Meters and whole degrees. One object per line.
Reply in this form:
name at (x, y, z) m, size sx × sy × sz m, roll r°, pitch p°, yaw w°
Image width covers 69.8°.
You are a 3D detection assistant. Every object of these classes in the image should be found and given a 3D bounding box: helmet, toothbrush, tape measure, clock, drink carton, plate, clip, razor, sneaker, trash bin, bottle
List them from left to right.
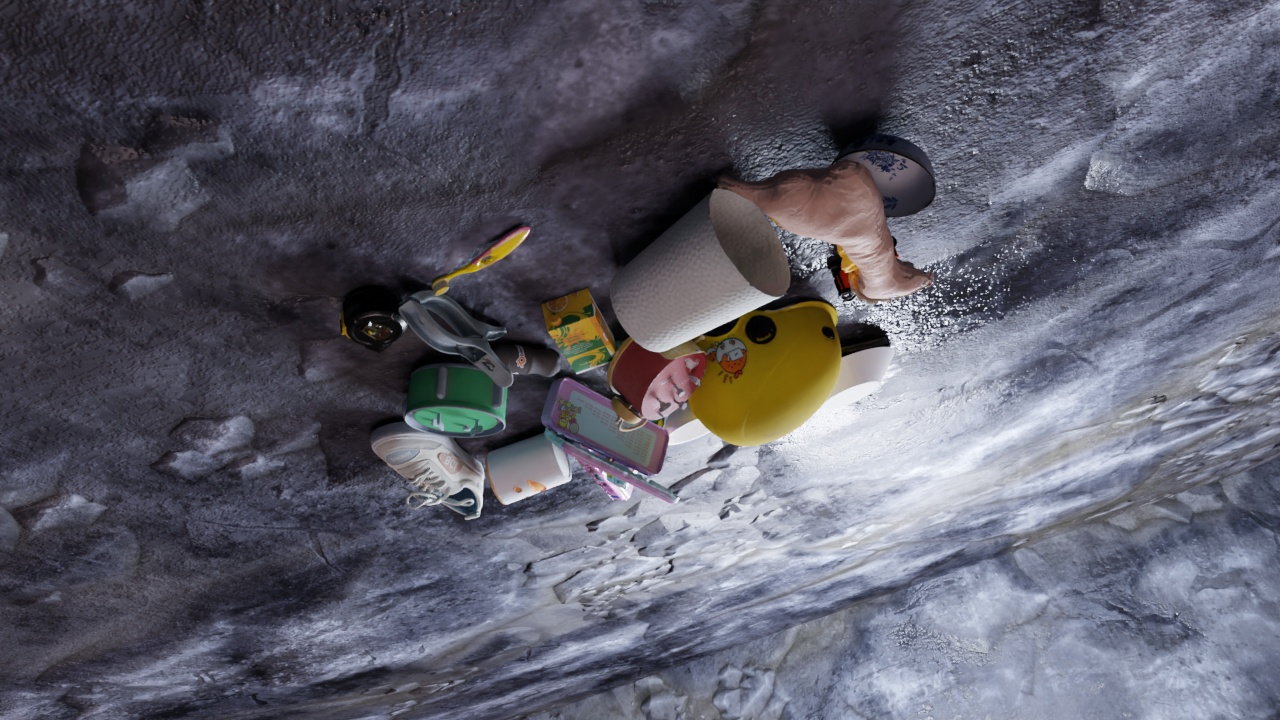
tape measure at (-0.287, -0.044, 0.993) m, size 0.072 × 0.042 × 0.072 m, roll -29°, pitch 146°, yaw 29°
sneaker at (-0.290, 0.162, 1.296) m, size 0.089 × 0.090 × 0.242 m, roll -21°, pitch 150°, yaw 11°
clock at (-0.236, 0.062, 1.151) m, size 0.121 × 0.075 × 0.162 m, roll 12°, pitch 156°, yaw -25°
clip at (-0.203, -0.039, 1.033) m, size 0.027 × 0.090 × 0.162 m, roll -28°, pitch 134°, yaw 23°
toothbrush at (-0.170, -0.105, 0.970) m, size 0.136 × 0.016 × 0.021 m, roll -28°, pitch 147°, yaw 22°
bottle at (-0.152, -0.001, 1.135) m, size 0.109 × 0.036 × 0.036 m, roll 5°, pitch 145°, yaw -32°
drink carton at (-0.072, -0.035, 1.112) m, size 0.058 × 0.041 × 0.122 m, roll -18°, pitch 151°, yaw 5°
drink carton at (-0.007, 0.129, 1.349) m, size 0.038 × 0.128 × 0.044 m, roll 25°, pitch 153°, yaw 14°
clock at (0.022, 0.031, 1.168) m, size 0.116 × 0.081 × 0.159 m, roll -7°, pitch 132°, yaw -50°
trash bin at (0.059, -0.090, 1.000) m, size 0.162 × 0.133 × 0.133 m, roll -31°, pitch 147°, yaw 34°
helmet at (0.176, 0.032, 1.245) m, size 0.240 × 0.139 × 0.209 m, roll -22°, pitch 150°, yaw 10°
plate at (0.311, 0.038, 1.391) m, size 0.174 × 0.036 × 0.174 m, roll -18°, pitch 160°, yaw -7°
razor at (0.314, -0.019, 1.345) m, size 0.105 × 0.026 × 0.043 m, roll -12°, pitch 150°, yaw -14°

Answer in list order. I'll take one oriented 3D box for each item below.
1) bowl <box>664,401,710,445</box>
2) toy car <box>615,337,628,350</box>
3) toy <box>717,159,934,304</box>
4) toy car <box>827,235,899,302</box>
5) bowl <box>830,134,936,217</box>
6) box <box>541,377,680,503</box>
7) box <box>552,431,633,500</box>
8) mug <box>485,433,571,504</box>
bowl at (0.079, 0.085, 1.382) m, size 0.110 × 0.040 × 0.110 m, roll -21°, pitch 161°, yaw -8°
toy car at (-0.007, 0.007, 1.227) m, size 0.060 × 0.027 × 0.108 m, roll -14°, pitch 151°, yaw -2°
toy at (0.211, -0.135, 1.006) m, size 0.196 × 0.065 × 0.264 m, roll 3°, pitch 158°, yaw 24°
toy car at (0.274, -0.117, 1.125) m, size 0.048 × 0.051 × 0.100 m, roll 1°, pitch 147°, yaw -23°
bowl at (0.255, -0.201, 0.958) m, size 0.114 × 0.045 × 0.114 m, roll 17°, pitch 159°, yaw 6°
box at (-0.040, 0.117, 1.248) m, size 0.214 × 0.140 × 0.062 m, roll 30°, pitch 122°, yaw -34°
box at (-0.077, 0.137, 1.383) m, size 0.091 × 0.084 × 0.230 m, roll 7°, pitch 156°, yaw 19°
mug at (-0.165, 0.158, 1.355) m, size 0.105 × 0.082 × 0.082 m, roll -20°, pitch 150°, yaw 7°
